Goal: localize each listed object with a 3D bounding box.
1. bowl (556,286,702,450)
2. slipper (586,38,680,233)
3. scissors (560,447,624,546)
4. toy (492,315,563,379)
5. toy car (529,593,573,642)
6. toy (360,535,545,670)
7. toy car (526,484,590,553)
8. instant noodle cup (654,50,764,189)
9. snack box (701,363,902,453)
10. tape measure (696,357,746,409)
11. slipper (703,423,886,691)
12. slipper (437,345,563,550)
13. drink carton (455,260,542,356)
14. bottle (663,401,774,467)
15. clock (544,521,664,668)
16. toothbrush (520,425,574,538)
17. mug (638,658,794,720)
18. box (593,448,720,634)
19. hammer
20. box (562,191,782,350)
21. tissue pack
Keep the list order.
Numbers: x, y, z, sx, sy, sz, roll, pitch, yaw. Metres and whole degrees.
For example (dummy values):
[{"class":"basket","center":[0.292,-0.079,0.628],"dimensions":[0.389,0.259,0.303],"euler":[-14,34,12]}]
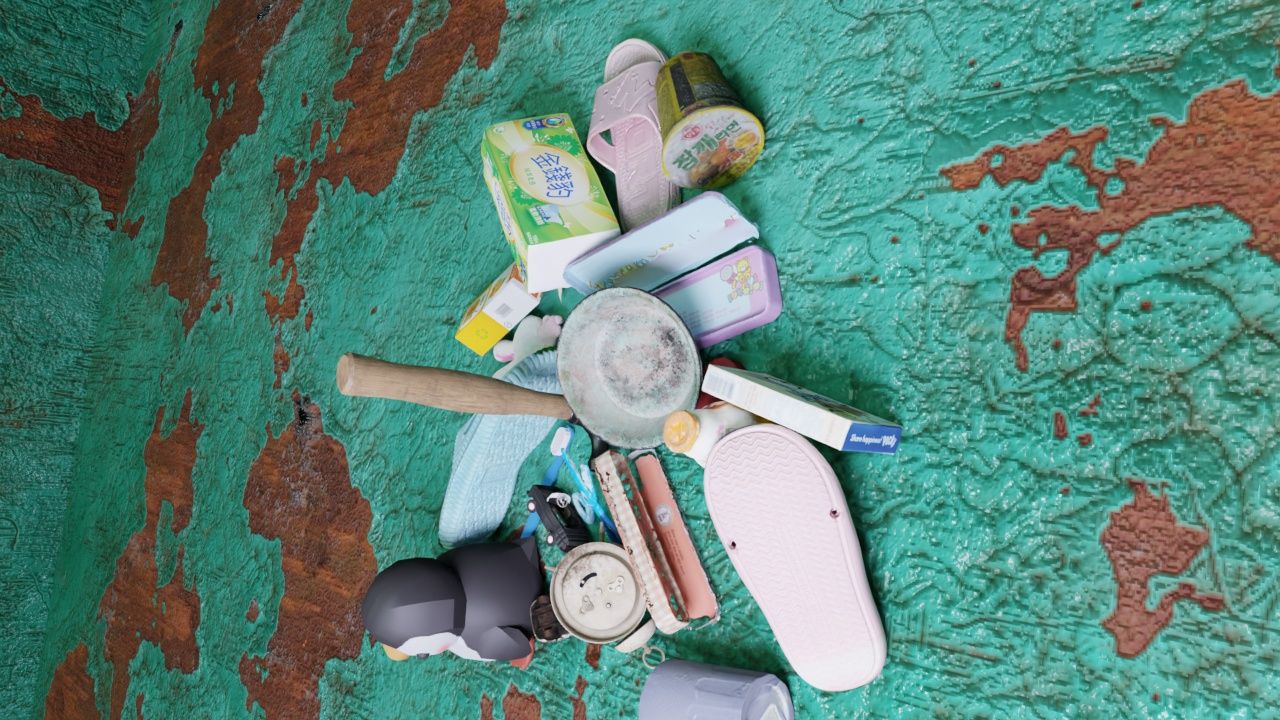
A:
[{"class":"bowl","center":[-0.005,0.005,0.879],"dimensions":[0.158,0.038,0.157],"euler":[7,105,28]},{"class":"slipper","center":[-0.009,-0.238,0.965],"dimensions":[0.094,0.064,0.239],"euler":[-20,70,41]},{"class":"scissors","center":[-0.043,0.143,0.902],"dimensions":[0.113,0.013,0.141],"euler":[44,155,28]},{"class":"toy","center":[-0.126,-0.014,1.053],"dimensions":[0.126,0.037,0.075],"euler":[-33,51,33]},{"class":"toy car","center":[-0.061,0.253,0.936],"dimensions":[0.113,0.040,0.048],"euler":[-23,65,21]},{"class":"toy","center":[-0.199,0.247,0.965],"dimensions":[0.159,0.183,0.140],"euler":[32,105,43]},{"class":"toy car","center":[-0.085,0.166,0.972],"dimensions":[0.037,0.040,0.092],"euler":[-57,46,20]},{"class":"instant noodle cup","center":[0.056,-0.236,0.884],"dimensions":[0.102,0.102,0.108],"euler":[-40,48,32]},{"class":"snack box","center":[0.131,0.039,0.755],"dimensions":[0.150,0.081,0.026],"euler":[24,100,45]},{"class":"tape measure","center":[0.073,0.025,0.859],"dimensions":[0.059,0.019,0.051],"euler":[-23,66,40]},{"class":"slipper","center":[0.128,0.153,0.729],"dimensions":[0.107,0.055,0.221],"euler":[-25,84,22]},{"class":"slipper","center":[-0.163,0.093,1.018],"dimensions":[0.069,0.115,0.277],"euler":[38,113,28]},{"class":"drink carton","center":[-0.161,-0.066,1.080],"dimensions":[0.123,0.040,0.058],"euler":[-38,26,33]},{"class":"bottle","center":[0.068,0.066,0.792],"dimensions":[0.063,0.108,0.063],"euler":[-12,73,43]},{"class":"clock","center":[-0.024,0.232,0.875],"dimensions":[0.093,0.054,0.141],"euler":[-39,81,5]},{"class":"toothbrush","center":[-0.110,0.148,1.021],"dimensions":[0.016,0.014,0.167],"euler":[34,106,43]},{"class":"mug","center":[0.069,0.317,0.771],"dimensions":[0.104,0.083,0.124],"euler":[-10,99,41]},{"class":"box","center":[0.013,0.162,0.855],"dimensions":[0.055,0.076,0.187],"euler":[104,147,-55]},{"class":"hammer","center":[-0.140,0.028,0.867],"dimensions":[0.040,0.305,0.132],"euler":[-16,70,42]},{"class":"box","center":[0.030,-0.073,0.893],"dimensions":[0.215,0.062,0.140],"euler":[-22,101,40]},{"class":"tissue pack","center":[-0.103,-0.155,1.021],"dimensions":[0.142,0.120,0.197],"euler":[99,159,-55]}]
